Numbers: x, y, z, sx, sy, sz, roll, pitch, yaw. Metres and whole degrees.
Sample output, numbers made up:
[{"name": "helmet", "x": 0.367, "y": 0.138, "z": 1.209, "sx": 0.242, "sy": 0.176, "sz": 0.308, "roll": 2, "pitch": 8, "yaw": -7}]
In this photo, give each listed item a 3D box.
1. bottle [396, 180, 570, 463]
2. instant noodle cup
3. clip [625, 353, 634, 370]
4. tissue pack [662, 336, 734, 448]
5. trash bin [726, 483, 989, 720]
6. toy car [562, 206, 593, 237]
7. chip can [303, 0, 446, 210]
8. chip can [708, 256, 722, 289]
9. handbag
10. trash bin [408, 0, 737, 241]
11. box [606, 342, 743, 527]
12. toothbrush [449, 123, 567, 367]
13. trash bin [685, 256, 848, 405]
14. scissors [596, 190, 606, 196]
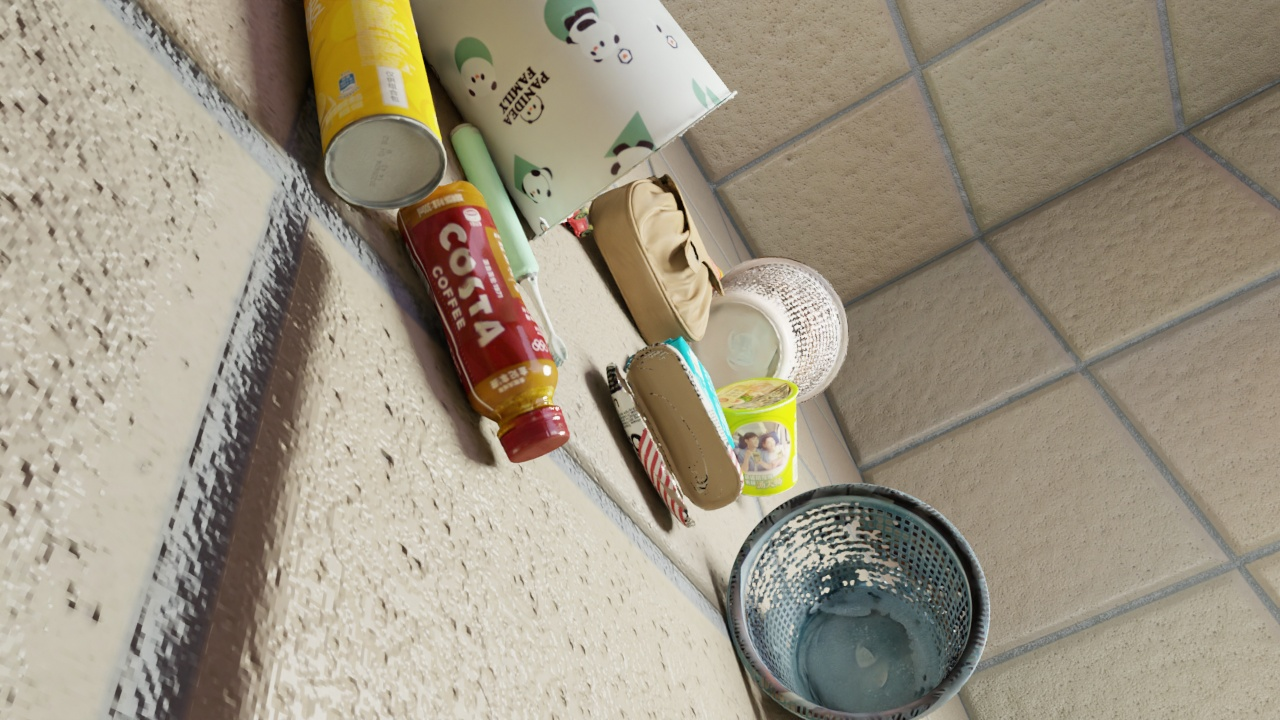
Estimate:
[{"name": "bottle", "x": -0.095, "y": -0.023, "z": 0.565, "sx": 0.175, "sy": 0.057, "sz": 0.057, "roll": 65, "pitch": 13, "yaw": 14}, {"name": "instant noodle cup", "x": 0.145, "y": 0.098, "z": 1.129, "sx": 0.111, "sy": 0.112, "sz": 0.123, "roll": -77, "pitch": 157, "yaw": -71}, {"name": "clip", "x": -0.005, "y": 0.008, "z": 0.956, "sx": 0.039, "sy": 0.014, "sz": 0.056, "roll": 61, "pitch": 11, "yaw": -3}, {"name": "tissue pack", "x": 0.056, "y": 0.047, "z": 1.025, "sx": 0.093, "sy": 0.050, "sz": 0.133, "roll": 49, "pitch": 18, "yaw": -49}, {"name": "trash bin", "x": 0.211, "y": 0.263, "z": 0.883, "sx": 0.195, "sy": 0.226, "sz": 0.226, "roll": 66, "pitch": 5, "yaw": -51}, {"name": "toy car", "x": -0.074, "y": -0.164, "z": 0.996, "sx": 0.106, "sy": 0.031, "sz": 0.049, "roll": 63, "pitch": 5, "yaw": -81}, {"name": "chip can", "x": -0.173, "y": -0.194, "z": 0.580, "sx": 0.072, "sy": 0.072, "sz": 0.213, "roll": 44, "pitch": 22, "yaw": -54}, {"name": "chip can", "x": 0.061, "y": -0.176, "z": 1.461, "sx": 0.216, "sy": 0.073, "sz": 0.073, "roll": 46, "pitch": 21, "yaw": -52}, {"name": "handbag", "x": 0.028, "y": -0.122, "z": 1.089, "sx": 0.204, "sy": 0.100, "sz": 0.147, "roll": 63, "pitch": 33, "yaw": -23}, {"name": "trash bin", "x": -0.078, "y": -0.273, "z": 0.820, "sx": 0.252, "sy": 0.230, "sz": 0.229, "roll": 53, "pitch": 14, "yaw": -11}, {"name": "box", "x": 0.033, "y": 0.062, "z": 0.825, "sx": 0.162, "sy": 0.088, "sz": 0.076, "roll": 61, "pitch": -5, "yaw": 6}, {"name": "toothbrush", "x": -0.105, "y": -0.096, "z": 0.747, "sx": 0.224, "sy": 0.026, "sz": 0.027, "roll": 65, "pitch": -28, "yaw": 15}, {"name": "trash bin", "x": 0.160, "y": -0.027, "z": 1.281, "sx": 0.227, "sy": 0.228, "sz": 0.191, "roll": 63, "pitch": 25, "yaw": 3}, {"name": "scissors", "x": -0.055, "y": -0.208, "z": 1.193, "sx": 0.107, "sy": 0.012, "sz": 0.175, "roll": -47, "pitch": 142, "yaw": -41}]
